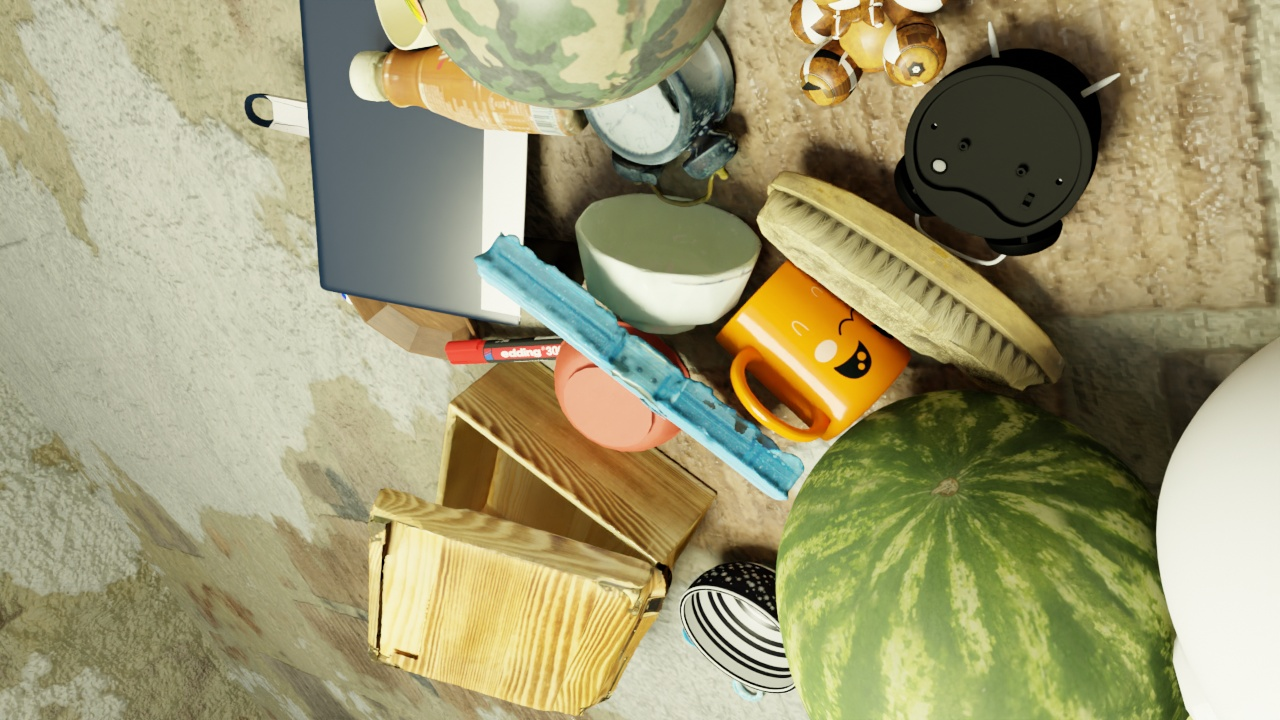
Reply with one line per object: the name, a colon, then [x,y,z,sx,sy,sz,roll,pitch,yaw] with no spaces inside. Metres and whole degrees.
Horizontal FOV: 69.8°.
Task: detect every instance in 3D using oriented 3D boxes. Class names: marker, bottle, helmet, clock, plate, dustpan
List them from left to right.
dustpan: [-0.205,-0.171,0.714,0.273,0.080,0.237,11,118,9]
plate: [-0.203,-0.048,0.840,0.131,0.025,0.131,16,149,9]
bottle: [-0.113,-0.183,0.604,0.167,0.059,0.059,9,130,18]
bottle: [-0.129,-0.083,0.755,0.185,0.045,0.045,11,129,35]
marker: [-0.107,-0.010,0.796,0.145,0.021,0.023,-2,144,30]
helmet: [-0.036,-0.237,0.414,0.224,0.192,0.236,-161,57,-71]
clock: [0.013,-0.155,0.566,0.090,0.052,0.129,5,130,39]
helmet: [0.184,0.135,0.510,0.213,0.242,0.247,-11,145,15]
clock: [0.180,-0.101,0.466,0.091,0.042,0.121,30,138,19]

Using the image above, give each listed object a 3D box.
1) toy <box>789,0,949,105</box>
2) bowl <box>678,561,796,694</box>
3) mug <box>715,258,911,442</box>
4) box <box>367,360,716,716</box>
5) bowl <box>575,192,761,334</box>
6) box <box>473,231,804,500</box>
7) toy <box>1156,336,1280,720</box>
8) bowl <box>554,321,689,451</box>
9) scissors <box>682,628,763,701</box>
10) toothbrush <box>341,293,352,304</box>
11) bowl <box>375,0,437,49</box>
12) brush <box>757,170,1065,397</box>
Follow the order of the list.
toy: [0.103,-0.189,0.444,0.087,0.067,0.112,-1,134,42]
bowl: [0.101,0.218,0.789,0.120,0.066,0.120,24,136,25]
mug: [0.098,0.000,0.570,0.096,0.112,0.078,43,144,4]
box: [-0.099,0.200,0.841,0.259,0.220,0.280,34,138,12]
bowl: [0.015,-0.056,0.589,0.117,0.117,0.061,25,126,25]
box: [-0.004,0.004,0.614,0.231,0.033,0.174,37,178,-3]
toy: [0.339,0.081,0.312,0.263,0.264,0.282,41,124,3]
bowl: [-0.020,0.029,0.739,0.122,0.035,0.122,12,126,18]
scissors: [0.091,0.281,0.897,0.127,0.012,0.138,32,141,19]
toothbrush: [-0.272,-0.115,0.880,0.016,0.015,0.187,43,141,12]
bowl: [-0.112,-0.252,0.564,0.118,0.073,0.118,20,114,54]
brush: [0.151,-0.042,0.524,0.195,0.043,0.059,36,173,7]
